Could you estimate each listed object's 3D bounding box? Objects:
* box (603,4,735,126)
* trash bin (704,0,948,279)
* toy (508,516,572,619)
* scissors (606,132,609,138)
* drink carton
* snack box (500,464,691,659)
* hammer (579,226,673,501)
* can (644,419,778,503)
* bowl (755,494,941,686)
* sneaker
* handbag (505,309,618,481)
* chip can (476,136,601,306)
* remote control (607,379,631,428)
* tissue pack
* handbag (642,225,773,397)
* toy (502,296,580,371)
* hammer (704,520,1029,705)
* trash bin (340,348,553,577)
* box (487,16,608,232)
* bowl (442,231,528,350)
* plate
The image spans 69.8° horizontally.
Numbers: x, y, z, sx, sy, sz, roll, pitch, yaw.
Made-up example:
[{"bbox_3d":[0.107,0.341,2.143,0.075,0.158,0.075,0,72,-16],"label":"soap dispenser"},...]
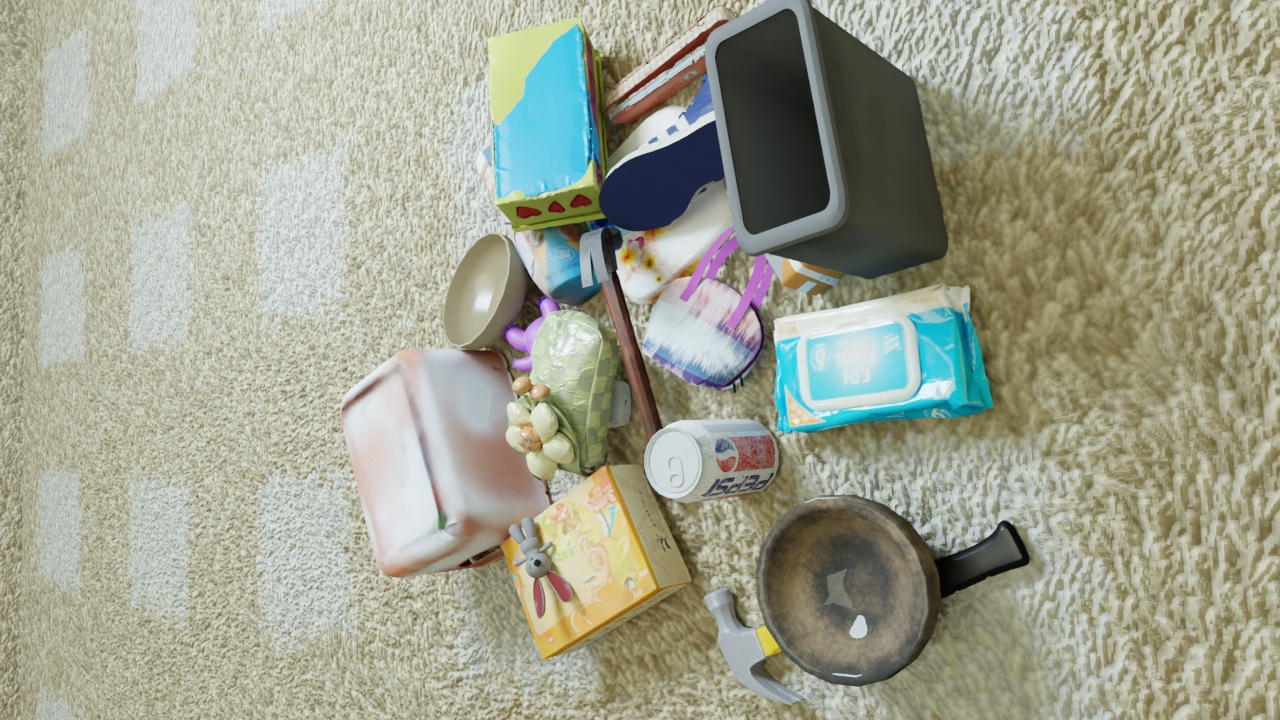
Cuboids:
[{"bbox_3d":[0.030,-0.323,1.010,0.187,0.060,0.058,-27,111,34],"label":"box"},{"bbox_3d":[0.166,-0.177,0.783,0.098,0.219,0.191,-16,78,37],"label":"trash bin"},{"bbox_3d":[-0.112,0.224,1.003,0.049,0.030,0.111,-31,61,4],"label":"toy"},{"bbox_3d":[-0.100,-0.254,1.090,0.130,0.011,0.125,-4,76,5],"label":"scissors"},{"bbox_3d":[0.144,-0.128,0.893,0.049,0.076,0.124,-42,59,29],"label":"drink carton"},{"bbox_3d":[-0.050,0.223,1.025,0.196,0.080,0.145,-40,64,32],"label":"snack box"},{"bbox_3d":[-0.006,0.006,0.978,0.028,0.111,0.300,-15,96,15],"label":"hammer"},{"bbox_3d":[0.071,0.097,0.899,0.078,0.136,0.078,-2,87,38],"label":"can"},{"bbox_3d":[0.188,0.198,0.812,0.163,0.070,0.162,-3,85,37],"label":"bowl"},{"bbox_3d":[0.053,-0.231,0.947,0.234,0.091,0.118,-25,37,49],"label":"sneaker"},{"bbox_3d":[-0.093,0.038,1.005,0.113,0.116,0.186,14,101,32],"label":"handbag"},{"bbox_3d":[-0.125,-0.171,1.108,0.080,0.079,0.229,-41,64,30],"label":"chip can"},{"bbox_3d":[-0.062,0.050,1.075,0.114,0.028,0.060,-3,88,36],"label":"remote control"},{"bbox_3d":[0.208,0.003,0.842,0.210,0.066,0.117,-12,80,40],"label":"tissue pack"},{"bbox_3d":[0.083,-0.060,0.951,0.144,0.068,0.170,34,102,36],"label":"handbag"},{"bbox_3d":[-0.106,-0.019,1.097,0.106,0.056,0.088,-41,58,-3],"label":"toy"},{"bbox_3d":[0.206,0.230,0.858,0.325,0.029,0.127,-32,69,32],"label":"hammer"},{"bbox_3d":[-0.248,0.127,1.140,0.182,0.157,0.259,-31,70,33],"label":"trash bin"},{"bbox_3d":[-0.104,-0.265,1.042,0.124,0.082,0.220,-11,73,11],"label":"box"},{"bbox_3d":[-0.186,-0.081,1.150,0.153,0.050,0.152,-27,53,42],"label":"bowl"},{"bbox_3d":[0.014,-0.175,1.032,0.187,0.016,0.187,-41,64,30],"label":"plate"}]
